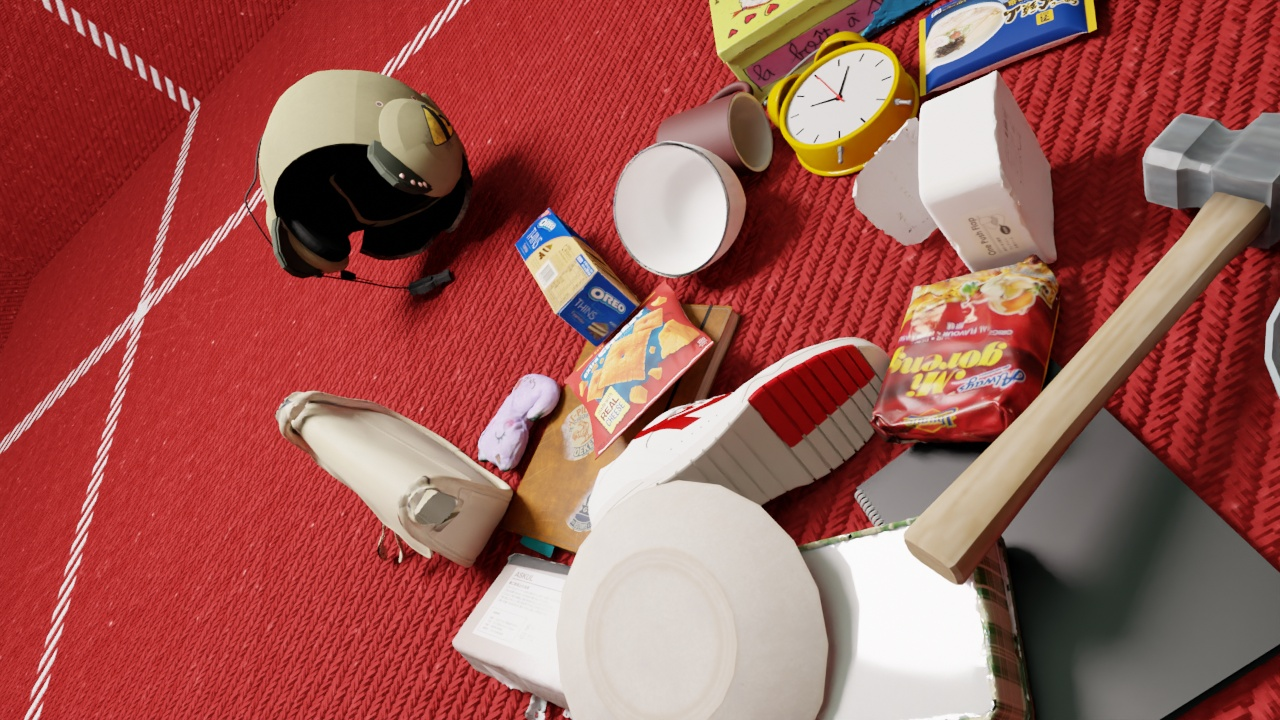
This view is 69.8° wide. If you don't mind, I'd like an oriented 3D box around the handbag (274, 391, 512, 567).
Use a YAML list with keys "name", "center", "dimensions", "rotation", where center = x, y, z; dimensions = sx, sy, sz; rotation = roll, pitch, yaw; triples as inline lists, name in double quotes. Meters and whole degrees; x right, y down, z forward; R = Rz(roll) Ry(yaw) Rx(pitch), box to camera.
- name: "handbag"
  center: [-0.226, 0.120, 0.820]
  dimensions: [0.229, 0.184, 0.132]
  rotation: [23, 80, 33]

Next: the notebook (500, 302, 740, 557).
- name: "notebook"
  center: [-0.017, 0.061, 0.781]
  dimensions: [0.179, 0.014, 0.248]
  rotation: [6, 65, 46]

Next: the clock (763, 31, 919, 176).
- name: "clock"
  center: [0.170, -0.224, 0.790]
  dimensions: [0.114, 0.052, 0.151]
  rotation: [-40, 44, 14]

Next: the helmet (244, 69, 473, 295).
- name: "helmet"
  center: [-0.301, -0.207, 1.049]
  dimensions: [0.251, 0.255, 0.232]
  rotation: [-30, 47, 22]

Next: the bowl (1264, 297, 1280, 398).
- name: "bowl"
  center: [0.359, -0.001, 0.436]
  dimensions: [0.106, 0.039, 0.106]
  rotation: [-10, 69, 26]

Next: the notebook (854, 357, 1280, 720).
- name: "notebook"
  center: [0.228, 0.104, 0.513]
  dimensions: [0.149, 0.016, 0.206]
  rotation: [-40, 41, 12]

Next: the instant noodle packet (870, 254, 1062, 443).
- name: "instant noodle packet"
  center: [0.207, -0.004, 0.583]
  dimensions: [0.099, 0.039, 0.135]
  rotation: [-5, 46, 42]

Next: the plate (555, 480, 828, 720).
- name: "plate"
  center: [0.017, 0.165, 0.542]
  dimensions: [0.189, 0.027, 0.188]
  rotation: [-10, 73, 33]

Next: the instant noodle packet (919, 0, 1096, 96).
- name: "instant noodle packet"
  center: [0.287, -0.267, 0.730]
  dimensions: [0.135, 0.026, 0.086]
  rotation: [-14, 55, 37]

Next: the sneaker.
- name: "sneaker"
  center: [0.062, 0.052, 0.656]
  dimensions: [0.237, 0.090, 0.104]
  rotation: [-39, 28, 5]

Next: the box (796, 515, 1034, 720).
- name: "box"
  center: [0.114, 0.165, 0.534]
  dimensions: [0.206, 0.050, 0.117]
  rotation: [-27, 51, 37]

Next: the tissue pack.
- name: "tissue pack"
  center: [-0.051, 0.210, 0.671]
  dimensions: [0.182, 0.071, 0.103]
  rotation: [2, 47, 42]

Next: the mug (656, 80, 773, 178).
- name: "mug"
  center: [0.072, -0.215, 0.857]
  dimensions: [0.083, 0.073, 0.105]
  rotation: [-8, 58, 40]

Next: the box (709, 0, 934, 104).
- name: "box"
  center: [0.178, -0.352, 0.857]
  dimensions: [0.222, 0.082, 0.124]
  rotation: [-25, 45, 30]

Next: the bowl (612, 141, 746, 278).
- name: "bowl"
  center: [0.041, -0.134, 0.804]
  dimensions: [0.116, 0.065, 0.116]
  rotation: [10, 109, 31]

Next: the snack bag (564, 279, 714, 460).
- name: "snack bag"
  center: [-0.004, 0.004, 0.764]
  dimensions: [0.131, 0.039, 0.144]
  rotation: [-45, 27, 8]

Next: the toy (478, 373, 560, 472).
- name: "toy"
  center: [-0.113, 0.056, 0.856]
  dimensions: [0.080, 0.036, 0.099]
  rotation: [10, 68, 57]

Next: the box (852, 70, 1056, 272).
- name: "box"
  center: [0.203, -0.114, 0.631]
  dimensions: [0.130, 0.110, 0.102]
  rotation: [-15, 51, 35]

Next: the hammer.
- name: "hammer"
  center: [0.258, -0.010, 0.489]
  dimensions: [0.322, 0.051, 0.117]
  rotation: [-44, 43, -11]

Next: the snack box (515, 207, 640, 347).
- name: "snack box"
  center: [-0.065, -0.086, 0.880]
  dimensions: [0.057, 0.056, 0.206]
  rotation: [-47, 30, 7]
